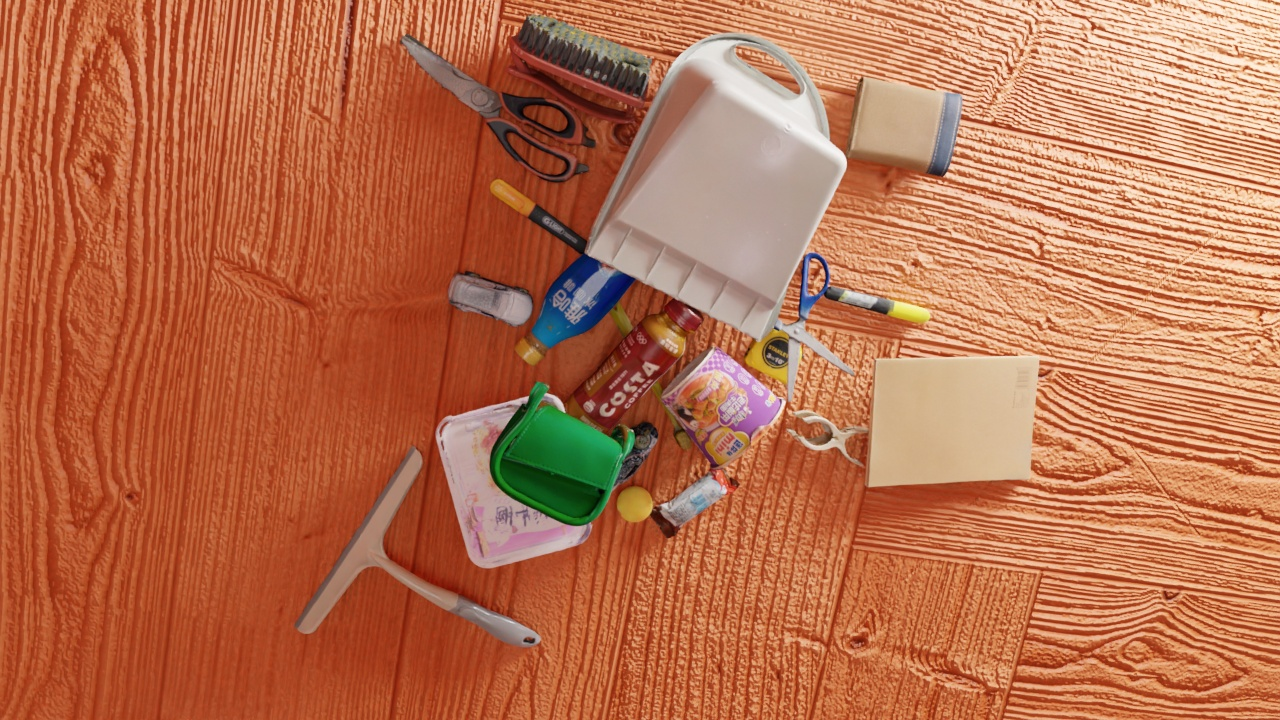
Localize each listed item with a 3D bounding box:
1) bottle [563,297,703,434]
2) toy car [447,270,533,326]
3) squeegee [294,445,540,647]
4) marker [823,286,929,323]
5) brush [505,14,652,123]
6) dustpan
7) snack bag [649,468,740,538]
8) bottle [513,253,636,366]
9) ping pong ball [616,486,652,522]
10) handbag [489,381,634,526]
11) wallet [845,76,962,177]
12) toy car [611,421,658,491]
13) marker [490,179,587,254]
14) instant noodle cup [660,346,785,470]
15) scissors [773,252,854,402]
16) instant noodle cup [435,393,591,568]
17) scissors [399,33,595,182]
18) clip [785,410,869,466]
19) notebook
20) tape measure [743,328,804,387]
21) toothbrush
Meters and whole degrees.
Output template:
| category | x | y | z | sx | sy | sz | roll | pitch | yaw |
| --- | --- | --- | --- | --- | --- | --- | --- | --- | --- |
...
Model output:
| category | x | y | z | sx | sy | sz | roll | pitch | yaw |
| --- | --- | --- | --- | --- | --- | --- | --- | --- | --- |
| bottle | -0.006 | 0.006 | 0.972 | 0.057 | 0.057 | 0.175 | 40 | 104 | -12 |
| toy car | -0.158 | -0.065 | 0.968 | 0.090 | 0.034 | 0.043 | 18 | 94 | -12 |
| squeegee | -0.216 | 0.263 | 1.020 | 0.246 | 0.039 | 0.246 | 33 | 95 | -12 |
| marker | 0.265 | -0.063 | 1.032 | 0.124 | 0.015 | 0.018 | 13 | 98 | -7 |
| brush | -0.063 | -0.292 | 0.926 | 0.146 | 0.063 | 0.069 | 19 | 127 | -10 |
| dustpan | 0.091 | -0.195 | 0.945 | 0.222 | 0.142 | 0.258 | 25 | 111 | -21 |
| snack bag | 0.061 | 0.159 | 1.041 | 0.105 | 0.026 | 0.045 | -37 | 112 | 2 |
| bottle | -0.048 | -0.082 | 0.963 | 0.065 | 0.065 | 0.219 | 44 | 94 | -13 |
| ping pong ball | -0.007 | 0.160 | 1.026 | 0.040 | 0.040 | 0.040 | -1 | 101 | -7 |
| handbag | -0.082 | 0.098 | 0.936 | 0.131 | 0.068 | 0.120 | 30 | 88 | -11 |
| wallet | 0.284 | -0.252 | 0.990 | 0.115 | 0.033 | 0.090 | 8 | 97 | -8 |
| toy car | -0.019 | 0.112 | 1.011 | 0.031 | 0.049 | 0.105 | 43 | 94 | -11 |
| marker | -0.105 | -0.151 | 0.967 | 0.124 | 0.015 | 0.018 | 34 | 99 | -14 |
| instant noodle cup | 0.084 | 0.045 | 0.987 | 0.111 | 0.111 | 0.099 | -43 | 94 | 2 |
| scissors | 0.162 | -0.042 | 0.996 | 0.162 | 0.012 | 0.175 | 17 | 77 | 7 |
| instant noodle cup | -0.135 | 0.124 | 0.993 | 0.138 | 0.060 | 0.173 | -14 | 103 | -5 |
| scissors | -0.144 | -0.274 | 0.939 | 0.177 | 0.015 | 0.210 | -20 | 103 | -2 |
| clip | 0.217 | 0.087 | 1.047 | 0.100 | 0.035 | 0.076 | 16 | 97 | -19 |
| notebook | 0.362 | 0.069 | 1.060 | 0.211 | 0.012 | 0.149 | -1 | 100 | -13 |
| tape measure | 0.149 | -0.009 | 1.019 | 0.060 | 0.029 | 0.057 | 27 | 97 | -10 |
| toothbrush | 0.011 | 0.017 | 1.013 | 0.015 | 0.016 | 0.190 | -27 | 103 | -1 |
